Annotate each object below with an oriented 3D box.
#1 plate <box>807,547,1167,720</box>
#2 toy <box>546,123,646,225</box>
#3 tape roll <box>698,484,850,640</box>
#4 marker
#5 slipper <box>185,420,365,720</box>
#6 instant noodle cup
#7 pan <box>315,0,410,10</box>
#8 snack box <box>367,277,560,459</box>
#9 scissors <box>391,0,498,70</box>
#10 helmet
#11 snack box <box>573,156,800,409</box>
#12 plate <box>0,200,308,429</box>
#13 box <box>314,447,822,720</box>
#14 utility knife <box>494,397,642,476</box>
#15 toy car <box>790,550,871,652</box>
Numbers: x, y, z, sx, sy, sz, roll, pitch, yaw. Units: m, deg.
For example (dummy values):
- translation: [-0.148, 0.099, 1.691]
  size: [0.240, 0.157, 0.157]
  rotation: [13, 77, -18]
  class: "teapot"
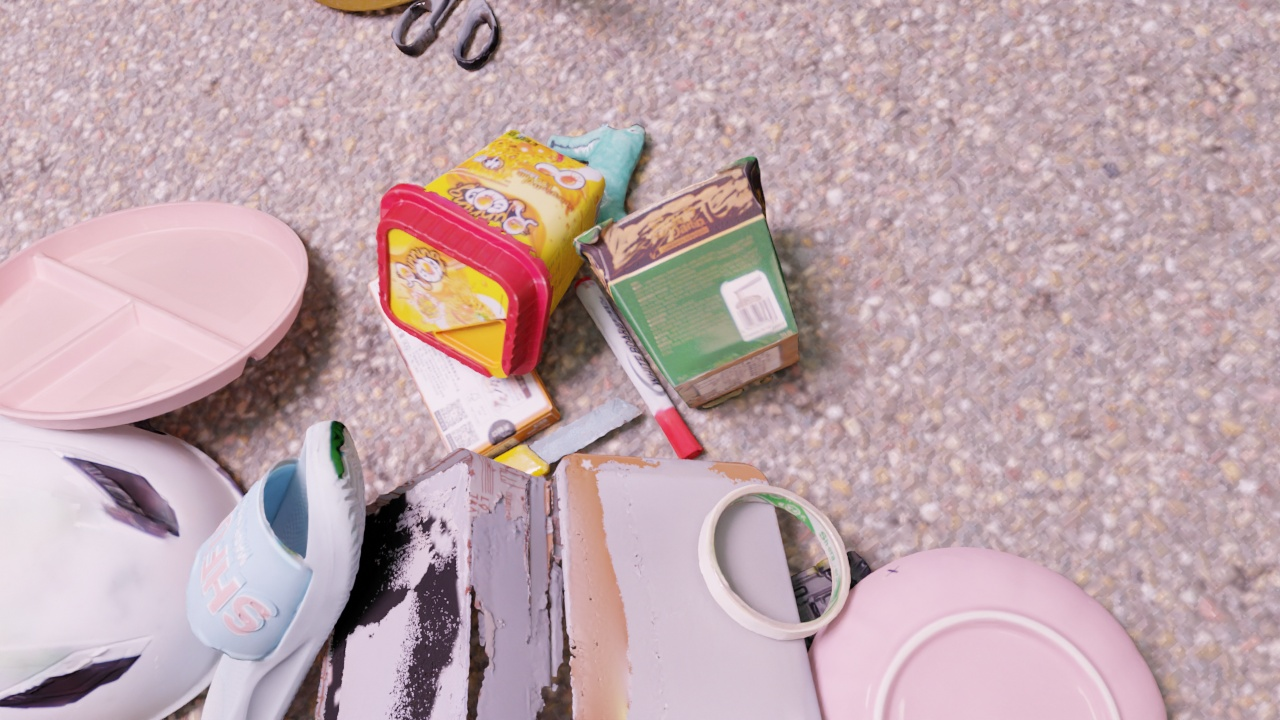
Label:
- translation: [0.177, 0.191, 0.470]
  size: [0.192, 0.039, 0.192]
  rotation: [-1, 73, 4]
  class: "plate"
- translation: [-0.031, -0.131, 0.646]
  size: [0.096, 0.030, 0.091]
  rotation: [14, 71, 22]
  class: "toy"
- translation: [0.073, 0.108, 0.497]
  size: [0.085, 0.014, 0.085]
  rotation: [12, 50, -15]
  class: "tape roll"
- translation: [-0.004, 0.004, 0.603]
  size: [0.017, 0.017, 0.145]
  rotation: [-32, 70, -1]
  class: "marker"
- translation: [-0.219, 0.133, 0.520]
  size: [0.246, 0.074, 0.104]
  rotation: [-61, 29, 22]
  class: "slipper"
- translation: [-0.088, -0.073, 0.578]
  size: [0.116, 0.116, 0.123]
  rotation: [28, 52, 9]
  class: "instant noodle cup"
- translation: [-0.155, -0.333, 0.694]
  size: [0.357, 0.078, 0.197]
  rotation: [36, 80, 22]
  class: "pan"
- translation: [-0.122, -0.008, 0.624]
  size: [0.075, 0.026, 0.153]
  rotation: [-30, 70, 0]
  class: "snack box"
- translation: [-0.135, -0.303, 0.727]
  size: [0.164, 0.014, 0.164]
  rotation: [-23, 69, 2]
  class: "scissors"
- translation: [-0.388, 0.129, 0.568]
  size: [0.259, 0.146, 0.228]
  rotation: [6, 74, 12]
  class: "helmet"
- translation: [0.041, -0.037, 0.558]
  size: [0.118, 0.117, 0.105]
  rotation: [-25, 74, 5]
  class: "snack box"
- translation: [-0.340, -0.036, 0.623]
  size: [0.229, 0.028, 0.229]
  rotation: [-2, 43, 1]
  class: "plate"
- translation: [-0.048, 0.142, 0.488]
  size: [0.270, 0.136, 0.179]
  rotation: [-11, 55, 7]
  class: "box"
- translation: [-0.097, 0.084, 0.595]
  size: [0.223, 0.015, 0.033]
  rotation: [-30, 69, 3]
  class: "utility knife"
- translation: [0.088, 0.150, 0.531]
  size: [0.106, 0.031, 0.049]
  rotation: [-25, 69, 1]
  class: "toy car"
